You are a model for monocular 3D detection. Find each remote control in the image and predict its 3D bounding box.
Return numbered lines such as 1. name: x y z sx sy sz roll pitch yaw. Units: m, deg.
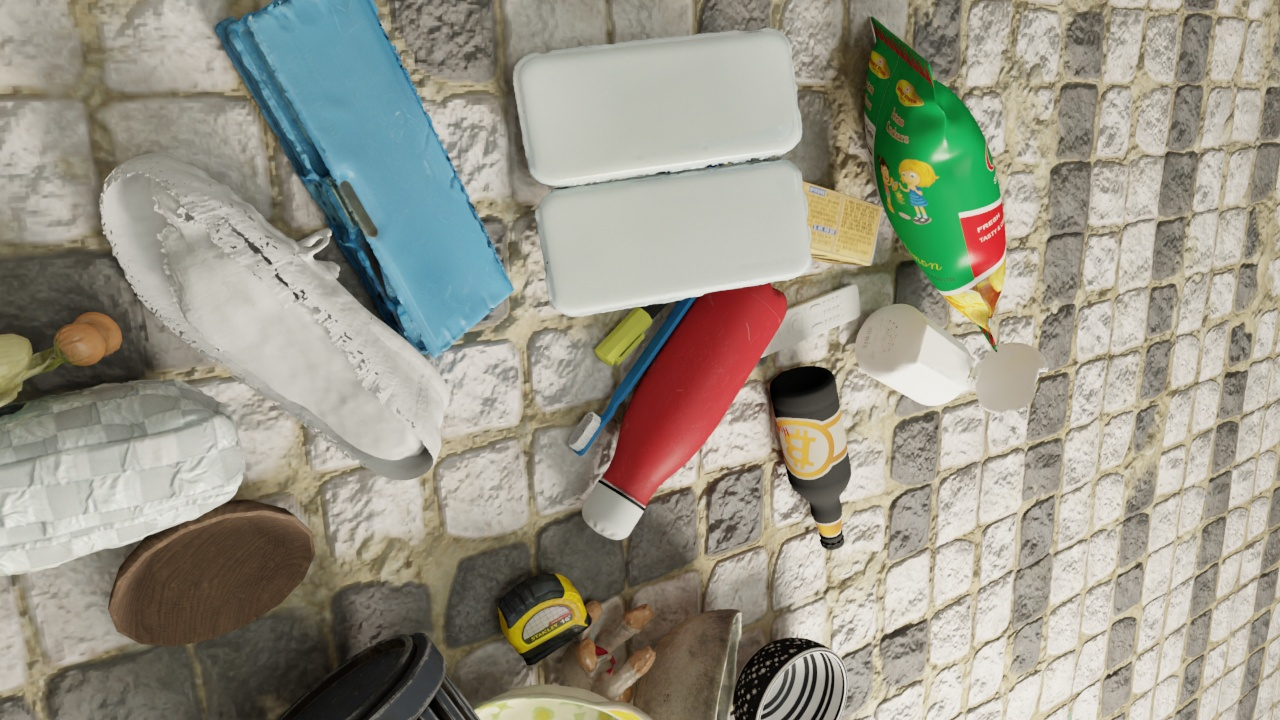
1. remote control: 0.152 -0.038 0.841 0.130 0.012 0.033 -21 111 -30

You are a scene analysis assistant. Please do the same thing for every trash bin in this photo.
1. trash bin: -0.136 0.310 0.602 0.164 0.164 0.227 -37 99 -23

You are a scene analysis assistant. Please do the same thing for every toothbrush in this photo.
1. toothbrush: -0.004 0.004 0.727 0.014 0.016 0.166 37 85 -28

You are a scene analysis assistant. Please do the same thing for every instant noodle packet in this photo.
1. instant noodle packet: 0.252 -0.157 0.793 0.090 0.195 0.253 -19 118 11

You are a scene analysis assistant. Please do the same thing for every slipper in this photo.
1. slipper: -0.206 -0.026 0.552 0.112 0.074 0.247 -31 122 19

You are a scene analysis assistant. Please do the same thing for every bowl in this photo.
1. bowl: -0.067 0.320 0.711 0.220 0.060 0.188 -40 101 17
2. bowl: 0.133 0.319 0.882 0.120 0.066 0.120 -9 107 -33
3. bowl: 0.035 0.294 0.778 0.178 0.081 0.178 10 89 -79
4. bowl: -0.261 0.123 0.559 0.117 0.030 0.118 -27 144 -22

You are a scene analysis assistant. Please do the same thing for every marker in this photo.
1. marker: 0.012 -0.044 0.735 0.021 0.017 0.123 39 71 11

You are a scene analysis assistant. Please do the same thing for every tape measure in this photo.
1. tape measure: -0.078 0.198 0.720 0.065 0.037 0.064 -35 125 -8

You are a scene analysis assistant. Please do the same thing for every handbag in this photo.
1. handbag: -0.305 0.040 0.478 0.171 0.113 0.123 -13 101 -33

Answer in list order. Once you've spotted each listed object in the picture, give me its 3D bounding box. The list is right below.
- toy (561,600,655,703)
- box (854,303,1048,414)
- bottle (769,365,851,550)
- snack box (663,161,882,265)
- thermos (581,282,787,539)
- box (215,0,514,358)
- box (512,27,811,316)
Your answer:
1. toy: -0.027 0.259 0.749 0.074 0.085 0.106 9 106 -15
2. box: 0.288 -0.002 0.862 0.106 0.151 0.080 25 74 -39
3. bottle: 0.165 0.097 0.854 0.059 0.059 0.182 -28 116 -27
4. snack box: 0.110 -0.123 0.764 0.206 0.057 0.056 8 95 -35
5. thermos: 0.030 0.035 0.735 0.073 0.073 0.239 39 79 -35
6. box: -0.159 -0.116 0.576 0.093 0.052 0.232 -36 120 -24
7. box: 0.021 -0.136 0.662 0.208 0.037 0.189 -9 95 -12
